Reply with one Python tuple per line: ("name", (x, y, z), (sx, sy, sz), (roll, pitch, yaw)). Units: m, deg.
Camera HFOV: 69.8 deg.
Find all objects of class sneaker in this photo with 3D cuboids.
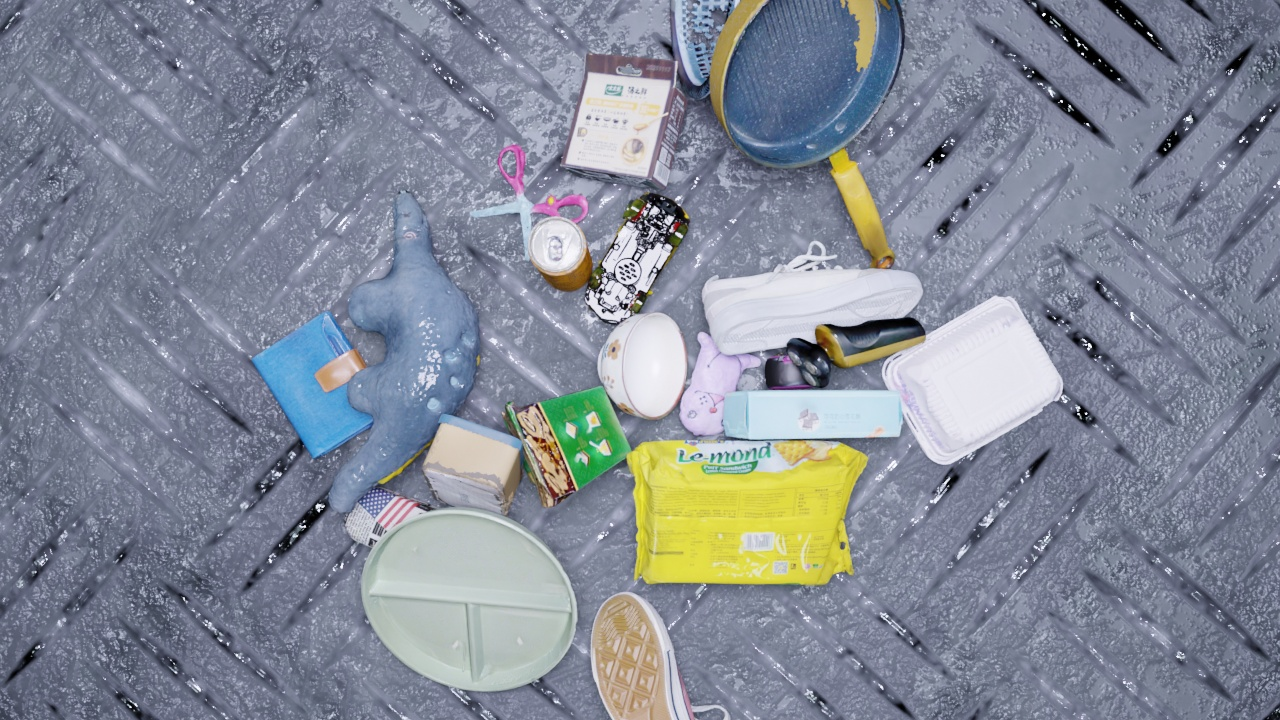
("sneaker", (0.181, -0.071, 0.994), (0.242, 0.090, 0.090), (-9, 55, -13))
("sneaker", (0.020, 0.365, 0.973), (0.118, 0.088, 0.241), (-28, 65, 10))

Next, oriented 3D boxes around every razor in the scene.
("razor", (0.233, -0.014, 0.972), (0.167, 0.062, 0.068), (-13, 115, -26))

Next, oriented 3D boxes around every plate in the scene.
("plate", (-0.178, 0.250, 0.963), (0.230, 0.027, 0.230), (2, 113, 5))

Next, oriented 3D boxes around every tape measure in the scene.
("tape measure", (0.164, 0.011, 0.997), (0.058, 0.057, 0.039), (-1, 84, -9))

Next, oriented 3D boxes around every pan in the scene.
("pan", (0.195, -0.224, 0.920), (0.198, 0.357, 0.078), (-33, 47, 0))

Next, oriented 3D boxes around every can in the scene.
("can", (-0.082, -0.108, 0.954), (0.058, 0.146, 0.058), (0, 87, 0))

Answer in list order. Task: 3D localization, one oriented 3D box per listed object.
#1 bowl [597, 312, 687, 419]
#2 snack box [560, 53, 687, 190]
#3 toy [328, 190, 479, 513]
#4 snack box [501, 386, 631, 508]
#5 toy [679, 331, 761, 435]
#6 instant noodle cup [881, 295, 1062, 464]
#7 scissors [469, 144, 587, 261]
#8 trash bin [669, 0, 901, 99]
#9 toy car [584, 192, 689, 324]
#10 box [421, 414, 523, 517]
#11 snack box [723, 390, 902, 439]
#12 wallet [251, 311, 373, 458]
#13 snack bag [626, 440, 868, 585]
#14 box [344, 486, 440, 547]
("bowl", (-0.006, 0.006, 0.982), (0.062, 0.113, 0.113), (1, 88, 37))
("snack box", (-0.016, -0.256, 0.986), (0.113, 0.053, 0.125), (14, 88, 25))
("toy", (-0.241, -0.012, 0.974), (0.138, 0.091, 0.356), (5, 78, 1))
("snack box", (-0.077, 0.082, 0.975), (0.105, 0.118, 0.117), (-24, 89, -14))
("toy", (0.081, 0.032, 1.006), (0.083, 0.039, 0.108), (20, 86, -22))
("instant noodle cup", (0.369, 0.021, 0.999), (0.173, 0.060, 0.138), (-30, 89, 0))
("scissors", (-0.126, -0.177, 1.023), (0.133, 0.017, 0.133), (-8, 92, 3))
("trash bin", (0.151, -0.384, 0.946), (0.195, 0.227, 0.226), (-2, 88, -14))
("toy car", (-0.006, -0.111, 1.007), (0.071, 0.041, 0.156), (30, 89, 1))
("box", (-0.167, 0.112, 0.928), (0.090, 0.185, 0.062), (19, 67, -2))
("snack box", (0.181, 0.057, 0.971), (0.174, 0.074, 0.051), (0, 88, -13))
("wallet", (-0.348, 0.027, 1.004), (0.106, 0.040, 0.133), (-32, 91, 3))
("snack bag", (0.108, 0.165, 0.962), (0.246, 0.068, 0.158), (0, 113, -2))
("box", (-0.239, 0.187, 1.001), (0.164, 0.060, 0.072), (23, 68, -1))
